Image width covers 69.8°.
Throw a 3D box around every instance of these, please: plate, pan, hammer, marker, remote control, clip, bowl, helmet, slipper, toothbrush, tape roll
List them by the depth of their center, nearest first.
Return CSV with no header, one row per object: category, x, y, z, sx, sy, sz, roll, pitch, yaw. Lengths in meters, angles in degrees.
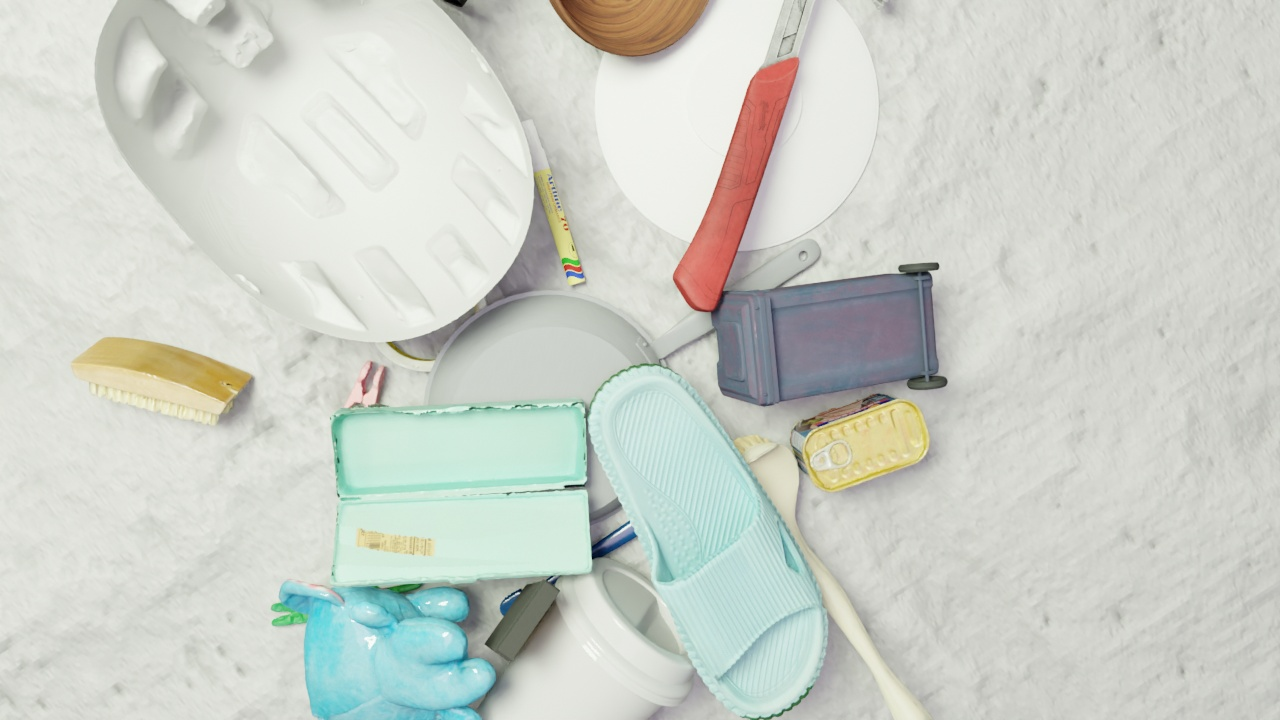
helmet,-0.203,-0.149,0.629,0.282,0.183,0.224,42,97,0
slipper,0.052,0.126,0.662,0.116,0.070,0.276,-28,86,-14
remote control,-0.088,0.190,0.672,0.013,0.134,0.058,37,71,-1
bowl,-0.020,-0.302,0.673,0.147,0.069,0.147,-13,117,-29
hammer,0.093,-0.187,0.685,0.126,0.036,0.315,18,87,-8
plate,0.079,-0.202,0.720,0.229,0.030,0.229,0,95,-4
tape roll,-0.169,-0.038,0.725,0.094,0.019,0.094,0,95,-5
pan,-0.004,0.004,0.726,0.356,0.051,0.201,-32,104,0
marker,-0.070,-0.125,0.726,0.014,0.014,0.132,-18,96,-2
clip,-0.215,0.032,0.728,0.044,0.023,0.060,42,93,-11
toothbrush,-0.034,0.155,0.755,0.190,0.017,0.016,-32,97,-2

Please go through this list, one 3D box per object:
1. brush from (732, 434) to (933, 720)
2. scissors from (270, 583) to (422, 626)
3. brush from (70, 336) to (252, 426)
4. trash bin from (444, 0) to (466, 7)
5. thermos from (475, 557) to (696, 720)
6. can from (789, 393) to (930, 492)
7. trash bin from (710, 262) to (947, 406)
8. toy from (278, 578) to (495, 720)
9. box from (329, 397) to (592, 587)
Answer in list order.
brush,0.147,0.177,0.722,0.062,0.077,0.272,-31,84,-6
scissors,-0.238,0.206,0.749,0.130,0.014,0.071,-14,96,-3
brush,-0.366,0.016,0.704,0.117,0.049,0.039,17,116,-6
trash bin,-0.133,-0.390,0.608,0.217,0.216,0.243,29,99,-6
thermos,-0.066,0.273,0.716,0.131,0.131,0.222,39,99,-6
can,0.173,0.064,0.738,0.100,0.059,0.054,-19,96,-2
trash bin,0.140,-0.019,0.698,0.160,0.092,0.094,-9,97,-17
toy,-0.175,0.213,0.683,0.181,0.114,0.183,-21,112,36
box,-0.131,0.096,0.677,0.187,0.057,0.138,-1,84,-6
